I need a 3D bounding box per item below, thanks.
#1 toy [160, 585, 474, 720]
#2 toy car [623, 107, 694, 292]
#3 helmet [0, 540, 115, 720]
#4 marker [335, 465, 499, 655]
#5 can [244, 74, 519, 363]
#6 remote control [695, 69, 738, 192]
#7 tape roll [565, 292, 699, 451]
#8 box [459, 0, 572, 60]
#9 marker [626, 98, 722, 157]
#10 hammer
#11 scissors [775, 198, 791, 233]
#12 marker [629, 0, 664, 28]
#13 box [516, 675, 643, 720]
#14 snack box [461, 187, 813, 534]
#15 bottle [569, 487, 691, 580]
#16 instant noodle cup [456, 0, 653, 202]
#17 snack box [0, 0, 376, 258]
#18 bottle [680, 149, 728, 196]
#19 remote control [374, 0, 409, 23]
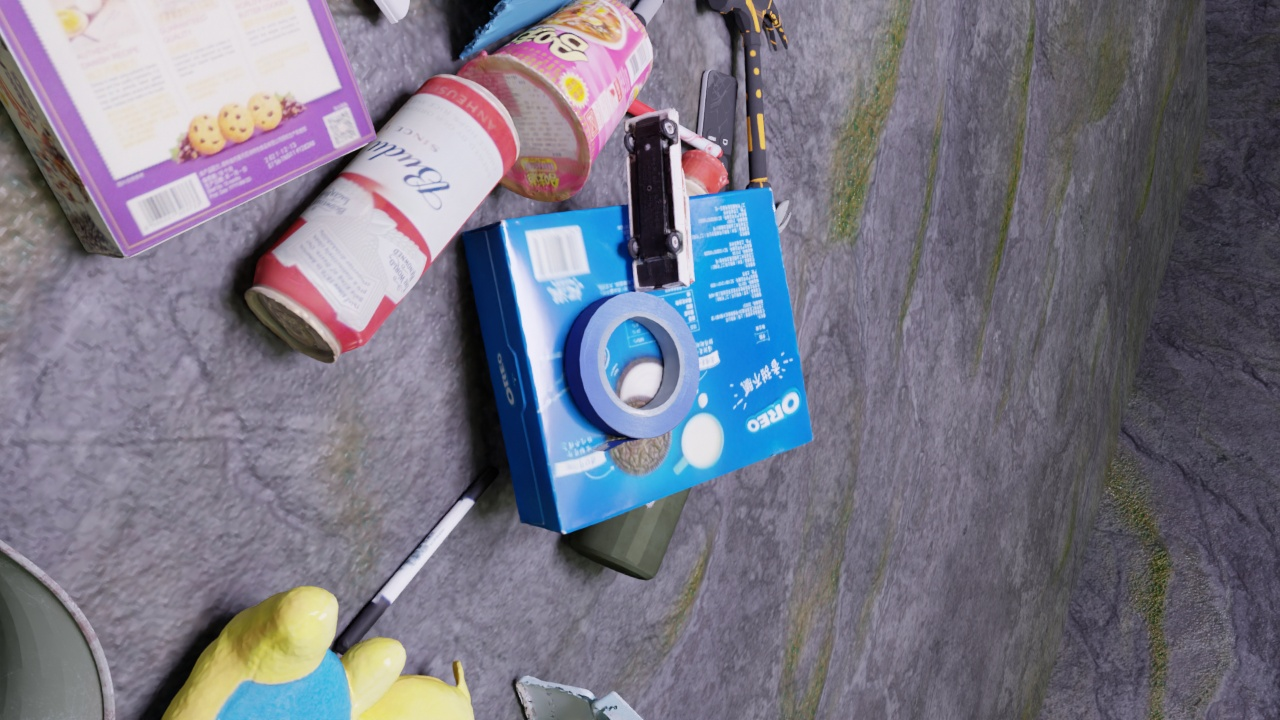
[{"bbox_3d":[-0.170,0.218,0.510,0.148,0.084,0.214,-56,138,-17],"label":"toy"},{"bbox_3d":[0.014,-0.100,0.587,0.039,0.039,0.113,2,84,-57],"label":"toy car"},{"bbox_3d":[-0.302,0.106,0.254,0.267,0.154,0.226,32,72,-45],"label":"helmet"},{"bbox_3d":[-0.139,0.124,0.585,0.151,0.011,0.011,-51,134,-32],"label":"marker"},{"bbox_3d":[-0.134,-0.080,0.496,0.169,0.067,0.067,-57,137,-26],"label":"can"},{"bbox_3d":[0.061,-0.166,0.771,0.045,0.008,0.147,-3,101,-51],"label":"remote control"},{"bbox_3d":[-0.004,0.003,0.577,0.091,0.016,0.093,-19,100,-35],"label":"tape roll"},{"bbox_3d":[-0.037,-0.271,0.584,0.230,0.094,0.102,-45,163,-38],"label":"box"},{"bbox_3d":[0.020,-0.181,0.703,0.142,0.013,0.013,13,88,-48],"label":"marker"},{"bbox_3d":[0.101,-0.151,0.780,0.123,0.036,0.320,-16,104,-57],"label":"hammer"},{"bbox_3d":[0.097,-0.097,0.825,0.153,0.019,0.128,6,98,-56],"label":"scissors"},{"bbox_3d":[-0.022,-0.213,0.649,0.140,0.016,0.016,-60,138,-23],"label":"marker"},{"bbox_3d":[-0.017,0.323,0.685,0.049,0.137,0.197,-39,127,-41],"label":"box"},{"bbox_3d":[0.010,-0.011,0.635,0.238,0.056,0.195,-14,97,-37],"label":"snack box"},{"bbox_3d":[0.016,0.063,0.718,0.071,0.071,0.206,42,66,-48],"label":"bottle"},{"bbox_3d":[-0.047,-0.169,0.568,0.108,0.098,0.098,-55,137,-36],"label":"instant noodle cup"},{"bbox_3d":[-0.207,-0.142,0.409,0.143,0.041,0.148,-41,128,-39],"label":"snack box"},{"bbox_3d":[0.027,-0.113,0.714,0.109,0.044,0.044,-59,138,-23],"label":"bottle"},{"bbox_3d":[-0.149,-0.224,0.450,0.131,0.012,0.033,57,27,-62],"label":"remote control"}]
